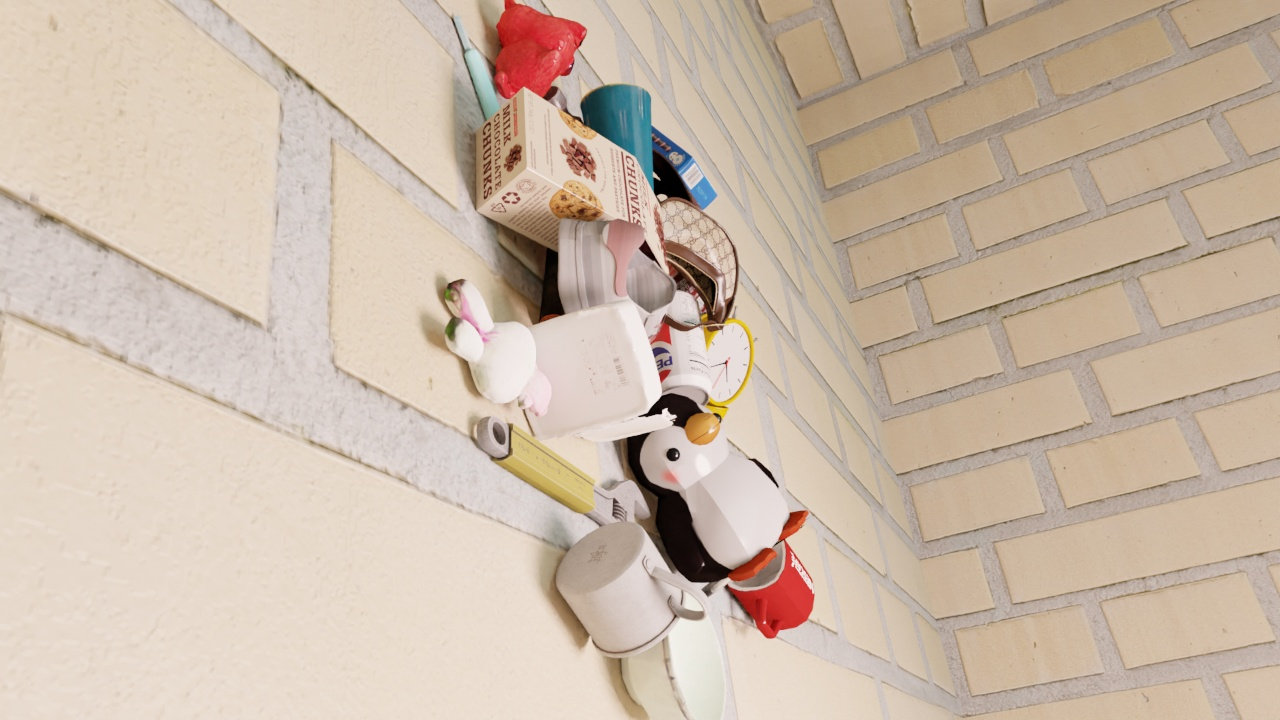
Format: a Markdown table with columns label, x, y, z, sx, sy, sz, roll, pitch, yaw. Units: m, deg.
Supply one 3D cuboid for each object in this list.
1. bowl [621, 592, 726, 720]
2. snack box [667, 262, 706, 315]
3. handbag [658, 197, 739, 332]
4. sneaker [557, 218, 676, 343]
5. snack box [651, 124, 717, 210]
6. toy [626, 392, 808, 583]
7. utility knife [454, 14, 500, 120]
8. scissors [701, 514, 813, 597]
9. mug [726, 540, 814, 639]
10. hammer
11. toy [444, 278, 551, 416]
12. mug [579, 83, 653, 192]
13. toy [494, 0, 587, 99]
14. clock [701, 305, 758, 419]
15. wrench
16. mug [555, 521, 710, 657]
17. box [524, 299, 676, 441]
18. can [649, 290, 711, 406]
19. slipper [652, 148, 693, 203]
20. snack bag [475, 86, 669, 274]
| label | x | y | z | sx | sy | sz | roll | pitch | yaw |
| --- | --- | --- | --- | --- | --- | --- | --- | --- | --- |
| bowl | 0.022 | 0.257 | 0.775 | 0.117 | 0.061 | 0.117 | 54 | 26 | -41 |
| snack box | 0.050 | -0.086 | 1.147 | 0.121 | 0.072 | 0.072 | 52 | 27 | -43 |
| handbag | 0.048 | -0.099 | 1.028 | 0.166 | 0.063 | 0.138 | 29 | 63 | -40 |
| sneaker | -0.010 | -0.042 | 0.849 | 0.236 | 0.089 | 0.099 | 73 | 18 | -55 |
| snack box | 0.033 | -0.268 | 1.224 | 0.154 | 0.033 | 0.088 | 47 | 1 | 37 |
| toy | 0.052 | 0.123 | 0.924 | 0.158 | 0.140 | 0.184 | -34 | 93 | -45 |
| utility knife | -0.148 | -0.262 | 0.865 | 0.022 | 0.015 | 0.141 | -21 | 92 | -51 |
| scissors | 0.112 | 0.212 | 0.968 | 0.157 | 0.171 | 0.012 | -30 | 79 | -33 |
| mug | 0.152 | 0.273 | 1.082 | 0.096 | 0.081 | 0.116 | 54 | 32 | -38 |
| hammer | -0.071 | -0.135 | 0.929 | 0.138 | 0.035 | 0.313 | 54 | 27 | -43 |
| toy | -0.109 | -0.003 | 0.699 | 0.122 | 0.038 | 0.079 | 50 | 29 | -30 |
| mug | -0.021 | -0.222 | 0.980 | 0.078 | 0.078 | 0.121 | 25 | 56 | -63 |
| toy | -0.126 | -0.304 | 0.923 | 0.094 | 0.088 | 0.132 | 35 | 49 | -5 |
| clock | 0.089 | 0.012 | 1.133 | 0.151 | 0.052 | 0.113 | -59 | 138 | -19 |
| wrench | -0.055 | 0.105 | 0.772 | 0.273 | 0.018 | 0.083 | 45 | 32 | -51 |
| mug | -0.004 | 0.174 | 0.707 | 0.070 | 0.113 | 0.084 | 60 | 38 | -22 |
| box | -0.025 | 0.026 | 0.793 | 0.131 | 0.107 | 0.152 | -34 | 107 | -70 |
| can | 0.040 | -0.011 | 1.054 | 0.070 | 0.070 | 0.132 | 44 | 33 | -51 |
| slipper | 0.025 | -0.198 | 1.143 | 0.267 | 0.076 | 0.113 | 33 | 41 | -76 |
| snack bag | -0.049 | -0.151 | 0.855 | 0.206 | 0.070 | 0.094 | 24 | 48 | -40 |
